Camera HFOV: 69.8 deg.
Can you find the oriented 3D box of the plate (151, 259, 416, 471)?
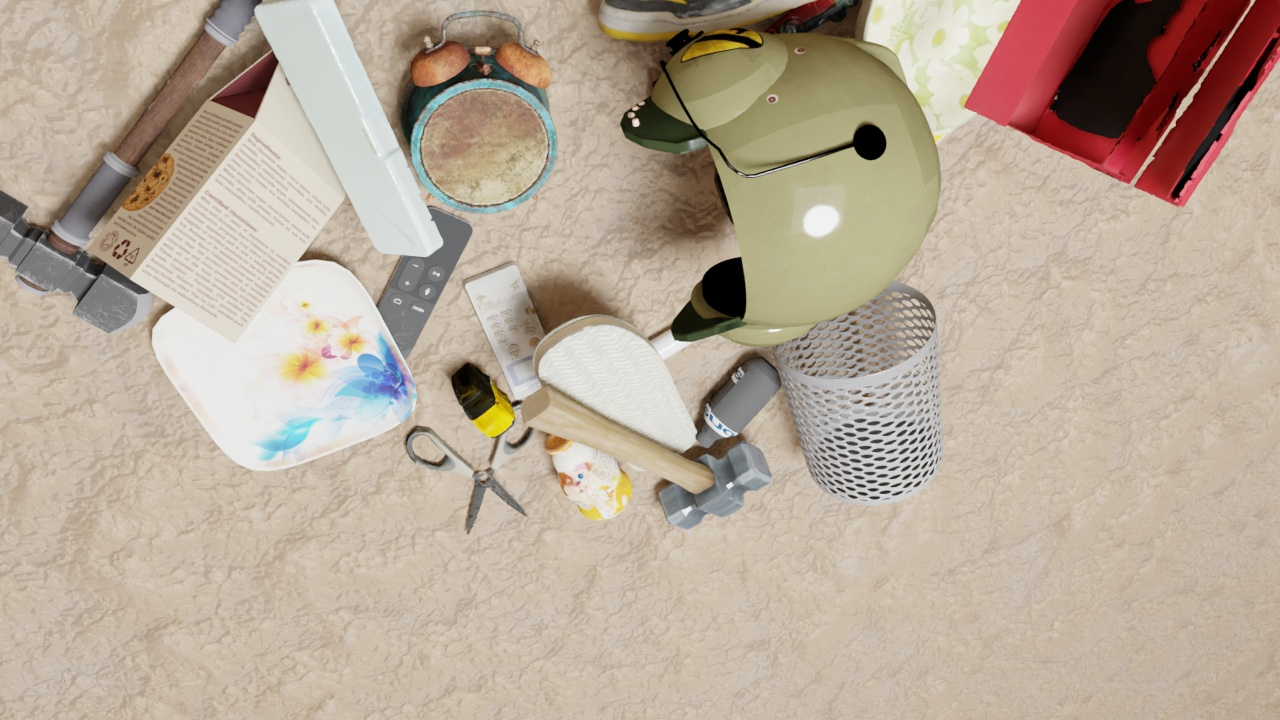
[{"bbox_3d":[-0.310,0.006,0.815,0.187,0.016,0.187,-20,123,-1],"label":"plate"}]

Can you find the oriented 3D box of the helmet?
[{"bbox_3d":[0.108,-0.143,0.715,0.233,0.255,0.250,-18,124,-4],"label":"helmet"}]

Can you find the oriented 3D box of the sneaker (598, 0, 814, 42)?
[{"bbox_3d":[0.074,-0.333,0.706,0.238,0.086,0.122,-21,129,-11],"label":"sneaker"}]

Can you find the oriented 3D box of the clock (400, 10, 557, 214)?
[{"bbox_3d":[-0.127,-0.200,0.725,0.121,0.073,0.158,-4,131,-16],"label":"clock"}]

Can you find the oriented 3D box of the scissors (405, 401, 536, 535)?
[{"bbox_3d":[-0.158,0.104,0.929,0.158,0.012,0.170,-46,122,12],"label":"scissors"}]

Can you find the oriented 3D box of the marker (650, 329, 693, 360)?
[{"bbox_3d":[-0.005,0.005,0.914,0.133,0.023,0.027,-31,112,1],"label":"marker"}]

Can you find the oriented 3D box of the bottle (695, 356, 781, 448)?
[{"bbox_3d":[0.100,0.046,0.958,0.047,0.047,0.112,33,105,-31],"label":"bottle"}]

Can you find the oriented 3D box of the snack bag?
[{"bbox_3d":[-0.292,-0.130,0.685,0.206,0.070,0.094,-57,146,-11],"label":"snack bag"}]

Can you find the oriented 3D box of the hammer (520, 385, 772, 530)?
[{"bbox_3d":[0.004,0.091,0.884,0.117,0.051,0.322,-34,143,21],"label":"hammer"}]

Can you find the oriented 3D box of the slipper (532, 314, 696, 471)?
[{"bbox_3d":[-0.022,0.032,0.877,0.115,0.052,0.263,-31,144,6],"label":"slipper"}]

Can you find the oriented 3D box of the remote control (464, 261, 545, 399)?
[{"bbox_3d":[-0.118,-0.026,0.867,0.050,0.011,0.136,-22,123,-5],"label":"remote control"}]

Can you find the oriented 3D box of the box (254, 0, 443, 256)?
[{"bbox_3d":[-0.205,-0.180,0.680,0.078,0.122,0.198,-13,125,9],"label":"box"}]

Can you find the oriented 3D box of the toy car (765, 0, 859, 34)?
[{"bbox_3d":[0.146,-0.296,0.779,0.091,0.042,0.036,-36,94,-3],"label":"toy car"}]

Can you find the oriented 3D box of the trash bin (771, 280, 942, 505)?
[{"bbox_3d":[0.226,0.036,0.933,0.156,0.156,0.183,-23,126,-5],"label":"trash bin"}]

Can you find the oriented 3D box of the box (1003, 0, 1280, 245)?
[{"bbox_3d":[0.464,-0.228,0.726,0.124,0.377,0.212,19,112,-15],"label":"box"}]

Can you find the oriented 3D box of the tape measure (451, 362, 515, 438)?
[{"bbox_3d":[-0.145,0.038,0.863,0.037,0.065,0.064,-38,118,1],"label":"tape measure"}]

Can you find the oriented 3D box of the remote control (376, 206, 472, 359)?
[{"bbox_3d":[-0.200,-0.066,0.819,0.045,0.008,0.147,22,110,-27],"label":"remote control"}]

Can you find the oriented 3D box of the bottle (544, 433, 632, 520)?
[{"bbox_3d":[-0.055,0.114,0.936,0.063,0.063,0.109,-32,124,2],"label":"bottle"}]

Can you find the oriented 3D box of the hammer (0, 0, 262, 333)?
[{"bbox_3d":[-0.366,-0.176,0.686,0.156,0.043,0.322,37,101,-31],"label":"hammer"}]

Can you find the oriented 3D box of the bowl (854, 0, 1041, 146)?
[{"bbox_3d":[0.253,-0.295,0.794,0.188,0.060,0.220,-3,121,-28],"label":"bowl"}]
